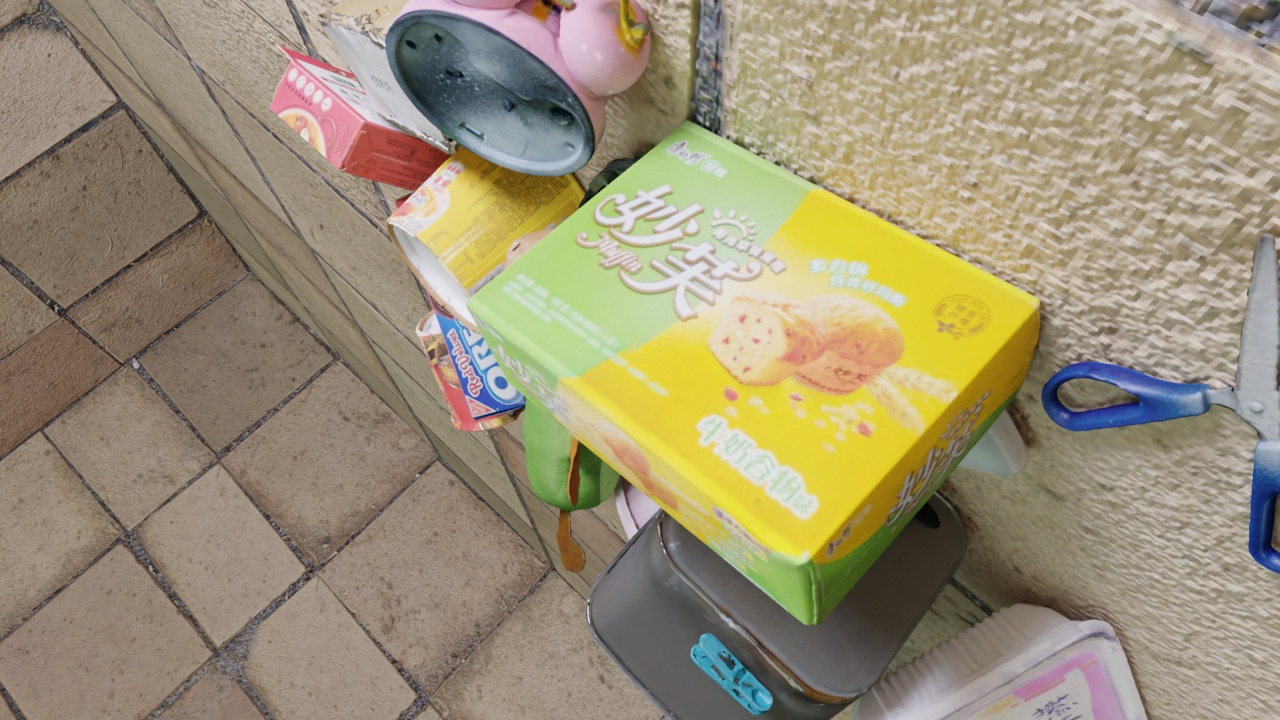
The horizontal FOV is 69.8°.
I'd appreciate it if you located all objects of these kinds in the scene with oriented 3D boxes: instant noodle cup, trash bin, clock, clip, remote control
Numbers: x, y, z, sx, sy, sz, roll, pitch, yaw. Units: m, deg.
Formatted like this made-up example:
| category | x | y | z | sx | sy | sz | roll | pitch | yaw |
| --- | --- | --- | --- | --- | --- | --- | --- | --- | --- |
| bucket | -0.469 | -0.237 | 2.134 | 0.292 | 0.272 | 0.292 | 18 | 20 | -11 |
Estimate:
| category | x | y | z | sx | sy | sz | roll | pitch | yaw |
| --- | --- | --- | --- | --- | --- | --- | --- | --- | --- |
| instant noodle cup | -0.111 | -0.093 | 0.678 | 0.138 | 0.109 | 0.138 | 42 | 163 | 16 |
| instant noodle cup | 0.210 | 0.221 | 0.564 | 0.138 | 0.173 | 0.060 | 57 | -178 | -30 |
| instant noodle cup | -0.153 | -0.011 | 0.923 | 0.138 | 0.137 | 0.108 | 17 | 138 | 57 |
| trash bin | 0.088 | 0.149 | 0.635 | 0.198 | 0.198 | 0.220 | 40 | 155 | 13 |
| clock | -0.058 | -0.158 | 0.458 | 0.117 | 0.059 | 0.159 | 31 | 160 | -15 |
| clip | 0.052 | 0.182 | 0.528 | 0.055 | 0.013 | 0.038 | 43 | 149 | 16 |
| remote control | 0.146 | 0.028 | 0.498 | 0.056 | 0.020 | 0.136 | 54 | 163 | -20 |

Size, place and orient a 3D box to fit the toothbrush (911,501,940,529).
| category | x | y | z | sx | sy | sz | roll | pitch | yaw |
| --- | --- | --- | --- | --- | --- | --- | --- | --- | --- |
| toothbrush | 0.106 | 0.038 | 0.563 | 0.189 | 0.014 | 0.016 | 41 | -176 | 16 |

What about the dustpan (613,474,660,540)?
| category | x | y | z | sx | sy | sz | roll | pitch | yaw |
| --- | --- | --- | --- | --- | --- | --- | --- | --- | --- |
| dustpan | 0.030 | 0.175 | 0.885 | 0.222 | 0.138 | 0.274 | 51 | 161 | -16 |

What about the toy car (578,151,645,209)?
| category | x | y | z | sx | sy | sz | roll | pitch | yaw |
| --- | --- | --- | --- | --- | --- | --- | --- | --- | --- |
| toy car | -0.009 | -0.090 | 0.572 | 0.054 | 0.036 | 0.121 | 47 | 163 | -5 |

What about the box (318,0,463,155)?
| category | x | y | z | sx | sy | sz | roll | pitch | yaw |
| --- | --- | --- | --- | --- | --- | --- | --- | --- | --- |
| box | -0.152 | -0.199 | 0.605 | 0.184 | 0.059 | 0.090 | 40 | 163 | 49 |

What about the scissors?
| category | x | y | z | sx | sy | sz | roll | pitch | yaw |
| --- | --- | --- | --- | --- | --- | --- | --- | --- | --- |
| scissors | 0.221 | 0.023 | 0.337 | 0.162 | 0.012 | 0.176 | 54 | 160 | -17 |

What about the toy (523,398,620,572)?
| category | x | y | z | sx | sy | sz | roll | pitch | yaw |
| --- | --- | --- | --- | --- | --- | --- | --- | --- | --- |
| toy | -0.057 | 0.053 | 0.797 | 0.226 | 0.090 | 0.247 | -99 | 12 | -58 |

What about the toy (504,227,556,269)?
| category | x | y | z | sx | sy | sz | roll | pitch | yaw |
| --- | --- | --- | --- | --- | --- | --- | --- | --- | --- |
| toy | -0.004 | 0.003 | 0.607 | 0.143 | 0.082 | 0.226 | 46 | 175 | 45 |

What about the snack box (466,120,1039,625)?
| category | x | y | z | sx | sy | sz | roll | pitch | yaw |
| --- | --- | --- | --- | --- | --- | --- | --- | --- | --- |
| snack box | 0.046 | -0.007 | 0.428 | 0.210 | 0.157 | 0.070 | 36 | 159 | 30 |

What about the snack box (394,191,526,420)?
| category | x | y | z | sx | sy | sz | roll | pitch | yaw |
| --- | --- | --- | --- | --- | --- | --- | --- | --- | --- |
| snack box | -0.152 | -0.053 | 0.815 | 0.058 | 0.057 | 0.207 | -89 | -16 | -73 |

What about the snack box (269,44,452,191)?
| category | x | y | z | sx | sy | sz | roll | pitch | yaw |
| --- | --- | --- | --- | --- | --- | --- | --- | --- | --- |
| snack box | -0.218 | -0.185 | 0.724 | 0.127 | 0.044 | 0.113 | 41 | -162 | 27 |
